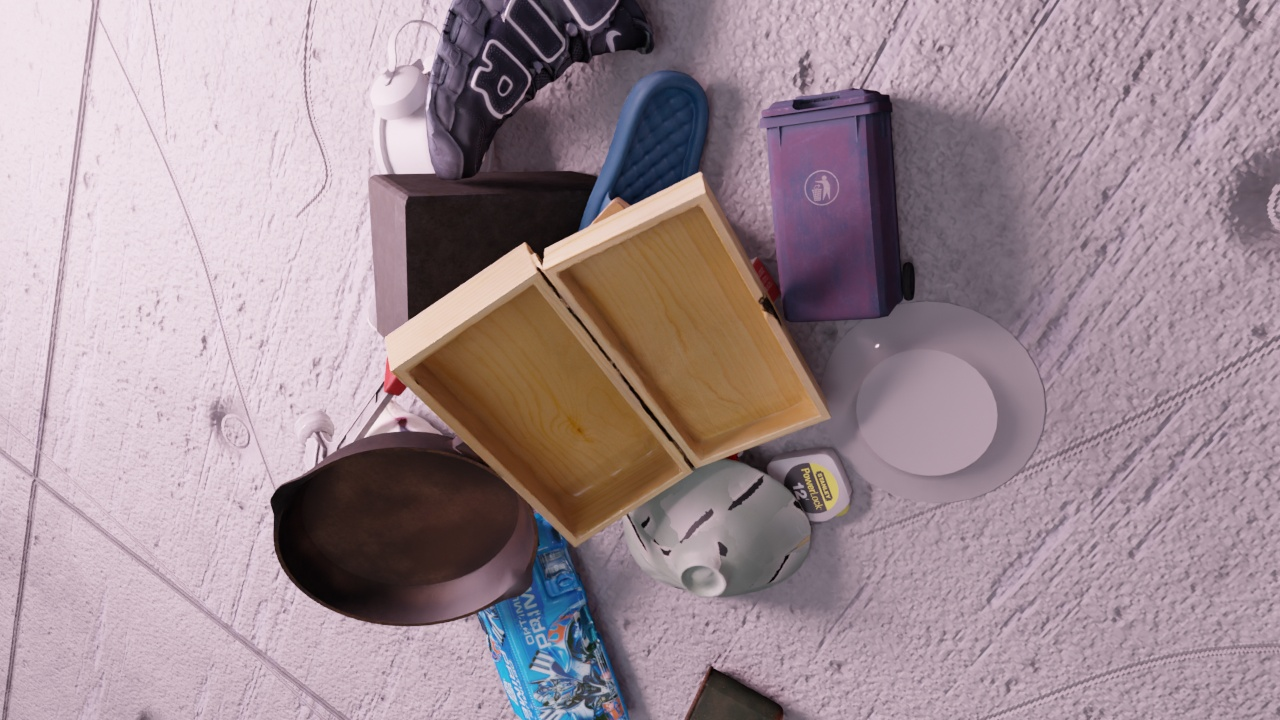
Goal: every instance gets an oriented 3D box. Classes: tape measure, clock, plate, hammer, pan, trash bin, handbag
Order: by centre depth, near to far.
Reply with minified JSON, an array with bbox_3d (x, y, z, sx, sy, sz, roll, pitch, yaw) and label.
[{"bbox_3d":[0.144,-0.115,0.678,0.094,0.092,0.161,-2,103,25],"label":"trash bin"},{"bbox_3d":[0.228,0.039,0.733,0.173,0.019,0.173,8,112,22],"label":"plate"},{"bbox_3d":[-0.124,-0.056,0.772,0.102,0.197,0.200,34,124,48],"label":"handbag"},{"bbox_3d":[-0.178,-0.203,0.775,0.061,0.119,0.159,1,117,24],"label":"clock"},{"bbox_3d":[0.147,0.109,0.796,0.065,0.016,0.064,-17,101,28],"label":"tape measure"},{"bbox_3d":[-0.168,0.106,0.802,0.248,0.043,0.357,29,118,-26],"label":"pan"},{"bbox_3d":[-0.212,-0.008,0.852,0.316,0.036,0.126,-53,51,11],"label":"hammer"}]

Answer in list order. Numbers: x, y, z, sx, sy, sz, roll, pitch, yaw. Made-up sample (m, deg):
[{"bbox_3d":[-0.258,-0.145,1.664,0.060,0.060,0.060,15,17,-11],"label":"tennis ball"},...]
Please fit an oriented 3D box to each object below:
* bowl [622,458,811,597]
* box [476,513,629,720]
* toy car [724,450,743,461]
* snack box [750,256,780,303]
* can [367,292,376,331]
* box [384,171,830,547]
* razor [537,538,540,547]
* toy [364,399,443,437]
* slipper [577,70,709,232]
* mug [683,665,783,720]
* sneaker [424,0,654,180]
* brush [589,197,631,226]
[{"bbox_3d":[0.060,0.170,0.803,0.174,0.067,0.174,7,125,10],"label":"bowl"},{"bbox_3d":[-0.121,0.284,0.950,0.167,0.075,0.243,-12,103,28],"label":"box"},{"bbox_3d":[0.051,0.092,0.821,0.090,0.038,0.025,-25,96,30],"label":"toy car"},{"bbox_3d":[-0.005,0.005,0.794,0.274,0.076,0.044,-31,98,29],"label":"snack box"},{"bbox_3d":[-0.227,-0.075,0.883,0.044,0.043,0.107,37,119,8],"label":"can"},{"bbox_3d":[-0.013,0.013,0.692,0.257,0.076,0.247,-24,132,15],"label":"box"},{"bbox_3d":[-0.129,0.123,0.905,0.044,0.018,0.141,-35,69,29],"label":"razor"},{"bbox_3d":[-0.241,0.142,0.940,0.138,0.085,0.210,39,130,36],"label":"toy"},{"bbox_3d":[0.010,-0.119,0.729,0.059,0.103,0.214,33,113,47],"label":"slipper"},{"bbox_3d":[0.084,0.357,0.885,0.081,0.084,0.111,25,148,12],"label":"mug"},{"bbox_3d":[-0.068,-0.242,0.699,0.150,0.097,0.252,18,93,-11],"label":"sneaker"},{"bbox_3d":[0.008,-0.074,0.686,0.117,0.039,0.049,33,114,-28],"label":"brush"}]
